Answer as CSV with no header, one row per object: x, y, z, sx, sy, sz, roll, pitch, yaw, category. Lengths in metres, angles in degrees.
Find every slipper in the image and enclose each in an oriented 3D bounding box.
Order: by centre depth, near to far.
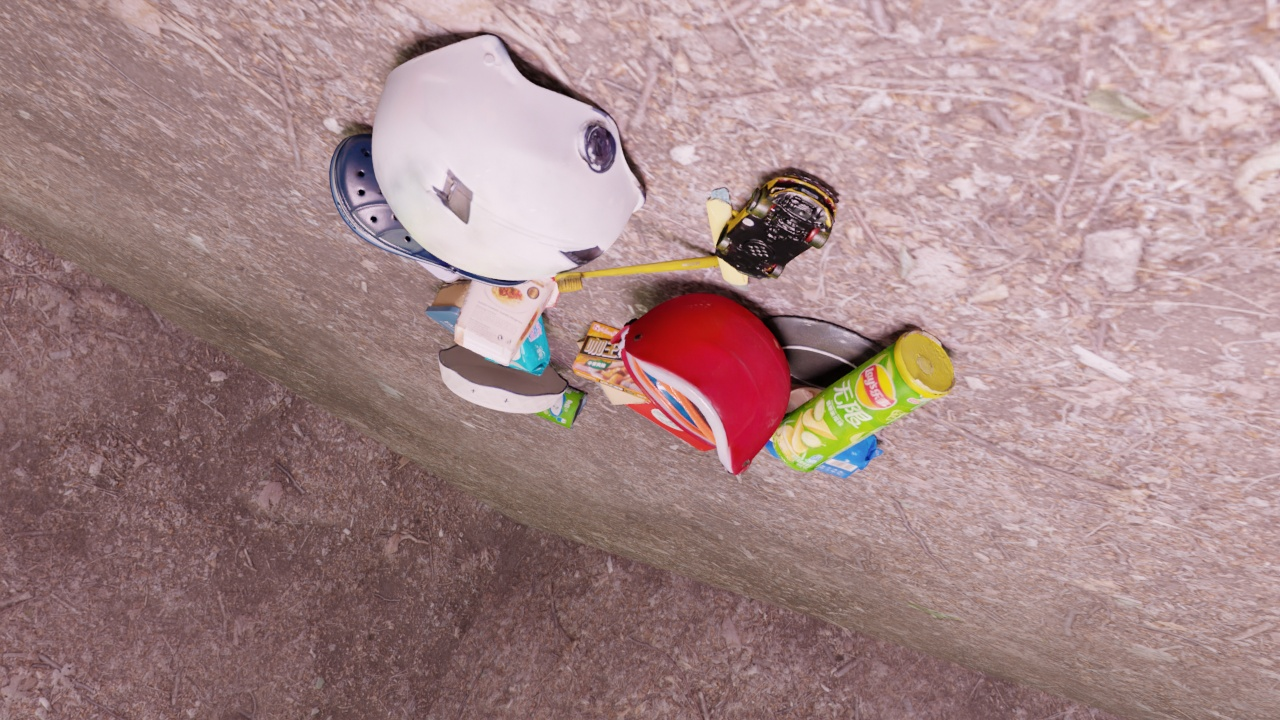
-0.219,-0.154,1.000,0.252,0.105,0.095,28,169,-21,slipper

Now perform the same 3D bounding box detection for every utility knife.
0.084,-0.113,0.886,0.031,0.018,0.167,13,161,19,utility knife

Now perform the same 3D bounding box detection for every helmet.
-0.130,-0.152,0.834,0.258,0.145,0.229,37,158,-35,helmet
0.080,0.010,1.034,0.207,0.144,0.240,48,174,-7,helmet

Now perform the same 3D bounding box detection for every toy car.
0.114,-0.114,0.805,0.071,0.041,0.156,26,160,-8,toy car

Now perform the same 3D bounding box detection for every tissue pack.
0.242,0.112,1.250,0.157,0.052,0.095,17,159,-1,tissue pack
-0.182,-0.044,1.274,0.093,0.050,0.134,13,131,32,tissue pack

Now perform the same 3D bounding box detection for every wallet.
-0.036,0.015,1.315,0.087,0.024,0.115,-6,121,43,wallet

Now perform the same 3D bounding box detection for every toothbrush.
0.002,-0.085,0.886,0.189,0.016,0.016,-11,178,-34,toothbrush

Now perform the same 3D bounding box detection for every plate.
0.209,0.003,1.046,0.179,0.024,0.180,21,161,7,plate
-0.220,0.029,1.448,0.205,0.046,0.204,17,-165,-5,plate

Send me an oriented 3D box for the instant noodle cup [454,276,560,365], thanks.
-0.171,-0.070,1.146,0.116,0.124,0.116,25,162,-4,instant noodle cup

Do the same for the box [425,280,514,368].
-0.232,-0.055,1.363,0.090,0.062,0.184,1,153,48,box

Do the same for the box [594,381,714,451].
0.030,0.078,1.434,0.201,0.058,0.161,32,164,-21,box

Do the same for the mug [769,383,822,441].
0.179,0.058,1.120,0.114,0.081,0.106,50,176,-8,mug

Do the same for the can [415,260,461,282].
-0.277,-0.154,1.153,0.053,0.053,0.134,6,155,43,can

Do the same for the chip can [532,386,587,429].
-0.213,0.045,1.603,0.236,0.072,0.072,22,162,4,chip can

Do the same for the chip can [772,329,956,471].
0.227,0.050,0.969,0.072,0.072,0.222,29,141,-15,chip can

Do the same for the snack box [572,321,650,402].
-0.007,0.007,1.237,0.154,0.075,0.026,20,162,12,snack box
